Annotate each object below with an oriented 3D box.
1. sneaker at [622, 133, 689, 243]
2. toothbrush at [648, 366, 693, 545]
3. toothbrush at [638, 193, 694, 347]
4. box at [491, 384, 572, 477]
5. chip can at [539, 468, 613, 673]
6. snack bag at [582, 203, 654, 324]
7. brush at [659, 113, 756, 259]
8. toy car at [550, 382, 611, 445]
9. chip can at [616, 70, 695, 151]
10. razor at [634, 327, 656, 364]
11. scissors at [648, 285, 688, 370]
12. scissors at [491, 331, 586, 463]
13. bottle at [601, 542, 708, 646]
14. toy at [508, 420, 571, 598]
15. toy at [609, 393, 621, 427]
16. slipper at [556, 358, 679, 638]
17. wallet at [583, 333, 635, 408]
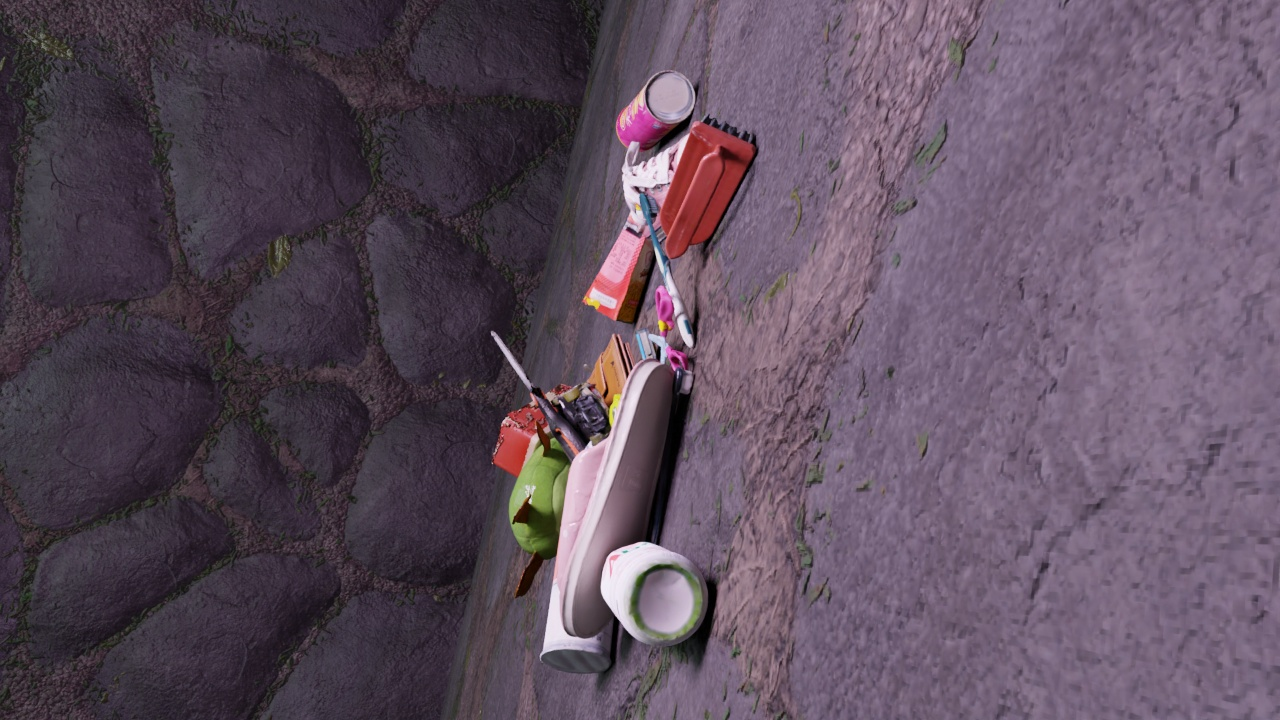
[{"bbox_3d":[0.022,-0.198,1.040,0.241,0.088,0.118,144,139,-73],"label":"sneaker"},{"bbox_3d":[0.026,0.096,0.862,0.016,0.018,0.181,175,107,-72],"label":"toothbrush"},{"bbox_3d":[0.029,-0.095,0.938,0.016,0.018,0.191,117,141,-56],"label":"toothbrush"},{"bbox_3d":[-0.142,0.097,1.324,0.167,0.079,0.091,-32,-34,-57],"label":"box"},{"bbox_3d":[-0.056,0.214,0.972,0.071,0.071,0.214,118,162,-51],"label":"chip can"},{"bbox_3d":[-0.009,-0.159,1.232,0.128,0.073,0.208,-132,61,-71],"label":"snack bag"},{"bbox_3d":[0.057,-0.162,0.894,0.146,0.063,0.069,116,177,-51],"label":"brush"},{"bbox_3d":[-0.067,0.062,1.072,0.070,0.042,0.158,60,161,-4],"label":"toy car"},{"bbox_3d":[0.017,-0.346,1.287,0.210,0.071,0.071,-163,87,-79],"label":"chip can"},{"bbox_3d":[-0.006,0.006,1.088,0.133,0.028,0.043,125,130,-61],"label":"razor"},{"bbox_3d":[0.028,-0.012,0.931,0.134,0.017,0.125,93,160,-49],"label":"scissors"},{"bbox_3d":[-0.119,0.062,1.110,0.235,0.021,0.137,46,160,33],"label":"scissors"},{"bbox_3d":[0.001,0.183,0.750,0.197,0.068,0.068,147,136,-78],"label":"bottle"},{"bbox_3d":[-0.116,0.180,1.191,0.246,0.090,0.227,-68,-24,-60],"label":"toy"},{"bbox_3d":[-0.010,0.086,0.956,0.096,0.031,0.100,50,137,46],"label":"toy"},{"bbox_3d":[-0.029,0.128,0.876,0.114,0.054,0.274,19,-93,-58],"label":"slipper"},{"bbox_3d":[-0.029,0.037,1.087,0.131,0.035,0.119,121,134,-58],"label":"wallet"}]
